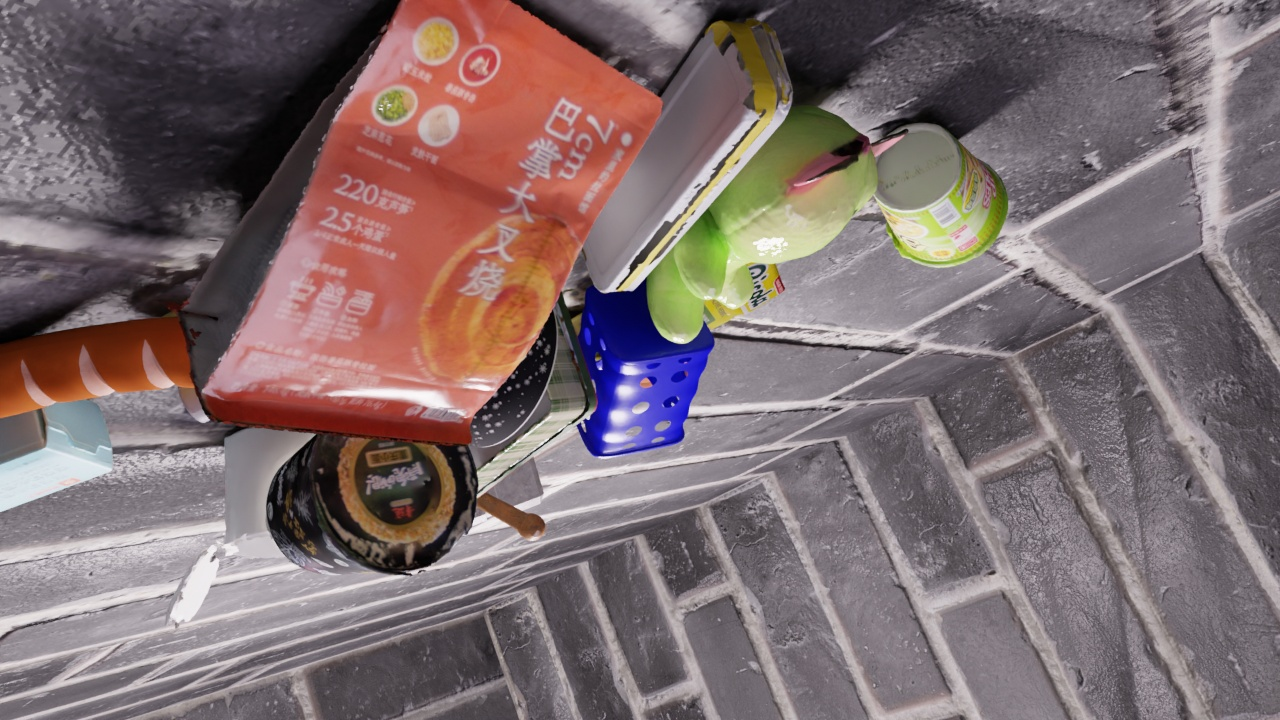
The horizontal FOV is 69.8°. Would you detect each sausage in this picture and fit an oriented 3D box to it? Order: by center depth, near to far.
[{"bbox_3d":[-0.285,0.002,0.491,0.164,0.044,0.039,-8,142,3],"label":"sausage"}]

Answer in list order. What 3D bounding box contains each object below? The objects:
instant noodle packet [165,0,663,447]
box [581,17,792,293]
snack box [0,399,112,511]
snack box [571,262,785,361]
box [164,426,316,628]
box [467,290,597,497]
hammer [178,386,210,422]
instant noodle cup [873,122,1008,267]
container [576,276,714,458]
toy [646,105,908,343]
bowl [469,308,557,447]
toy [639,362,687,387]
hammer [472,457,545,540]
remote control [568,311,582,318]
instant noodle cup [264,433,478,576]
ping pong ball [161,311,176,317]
[{"bbox_3d":[-0.098,-0.065,0.450,0.164,0.084,0.221,14,123,-50],"label":"instant noodle packet"},{"bbox_3d":[0.019,-0.112,0.546,0.037,0.064,0.210,-5,158,-30],"label":"box"},{"bbox_3d":[-0.422,0.068,0.550,0.174,0.053,0.075,-20,165,-7],"label":"snack box"},{"bbox_3d":[0.034,-0.045,0.793,0.181,0.045,0.121,-30,162,6],"label":"snack box"},{"bbox_3d":[-0.318,0.131,0.737,0.125,0.155,0.085,-4,155,-24],"label":"box"},{"bbox_3d":[-0.119,0.030,0.736,0.050,0.117,0.206,-6,156,-41],"label":"box"},{"bbox_3d":[-0.231,0.031,0.707,0.127,0.029,0.324,-28,171,-11],"label":"hammer"},{"bbox_3d":[0.230,-0.135,0.726,0.099,0.098,0.108,-29,156,23],"label":"instant noodle cup"},{"bbox_3d":[-0.004,0.004,0.705,0.084,0.085,0.114,-10,142,-23],"label":"container"},{"bbox_3d":[0.074,-0.099,0.602,0.149,0.107,0.197,-35,169,-48],"label":"toy"},{"bbox_3d":[-0.121,-0.007,0.622,0.120,0.120,0.066,-32,142,32],"label":"bowl"},{"bbox_3d":[0.009,0.000,0.947,0.095,0.065,0.127,-35,154,14],"label":"toy"},{"bbox_3d":[-0.150,0.138,0.891,0.162,0.083,0.318,-18,-172,-23],"label":"hammer"},{"bbox_3d":[-0.049,-0.030,0.815,0.033,0.015,0.146,-34,161,37],"label":"remote control"},{"bbox_3d":[-0.210,0.103,0.697,0.113,0.137,0.137,-24,168,41],"label":"instant noodle cup"},{"bbox_3d":[-0.263,-0.010,0.532,0.040,0.040,0.040,-21,165,-6],"label":"ping pong ball"}]
